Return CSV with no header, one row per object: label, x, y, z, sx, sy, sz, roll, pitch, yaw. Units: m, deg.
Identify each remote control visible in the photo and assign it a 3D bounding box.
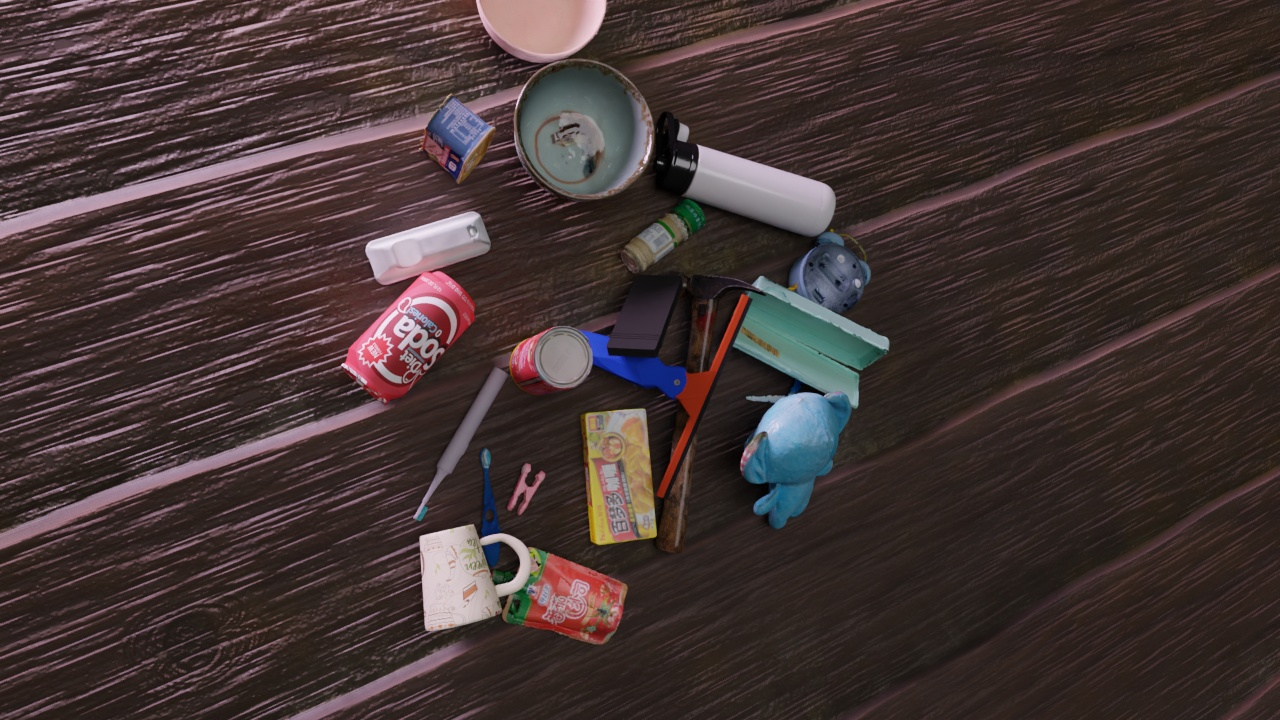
remote control,-0.234,-0.126,1.019,0.133,0.022,0.050,-21,93,-19
remote control,0.007,-0.052,1.039,0.058,0.013,0.133,4,42,18

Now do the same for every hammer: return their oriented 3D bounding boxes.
hammer,0.066,0.062,1.080,0.120,0.033,0.330,8,88,22

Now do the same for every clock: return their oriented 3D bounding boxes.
clock,0.242,-0.110,1.166,0.089,0.052,0.124,45,73,-9

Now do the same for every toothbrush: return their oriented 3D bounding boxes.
toothbrush,-0.168,0.163,1.021,0.021,0.016,0.132,-3,86,-17
toothbrush,-0.200,0.092,1.015,0.019,0.018,0.187,32,76,-12

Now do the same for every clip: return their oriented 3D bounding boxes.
clip,-0.126,0.147,1.036,0.043,0.023,0.060,9,77,-16

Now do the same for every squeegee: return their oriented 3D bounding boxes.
squeegee,-0.006,0.006,1.046,0.185,0.055,0.249,23,85,11

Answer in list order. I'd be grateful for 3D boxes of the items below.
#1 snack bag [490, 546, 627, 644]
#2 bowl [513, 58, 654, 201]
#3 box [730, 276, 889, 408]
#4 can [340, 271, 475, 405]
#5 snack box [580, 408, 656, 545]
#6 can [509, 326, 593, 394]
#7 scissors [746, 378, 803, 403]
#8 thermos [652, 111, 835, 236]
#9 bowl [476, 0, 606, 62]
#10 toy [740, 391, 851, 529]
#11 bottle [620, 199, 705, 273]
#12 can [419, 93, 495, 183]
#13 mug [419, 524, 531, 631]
snack bag,-0.096,0.264,1.031,0.155,0.044,0.087,21,87,-10
bowl,-0.074,-0.250,1.046,0.159,0.094,0.160,2,85,-19
box,0.199,-0.013,1.118,0.188,0.077,0.091,26,64,-10
can,-0.245,-0.025,0.979,0.074,0.074,0.142,44,74,-11
snack box,-0.026,0.134,1.067,0.075,0.025,0.152,-4,87,-19
can,-0.099,0.002,1.000,0.066,0.124,0.066,2,85,-19
scissors,0.191,0.039,1.156,0.130,0.014,0.117,1,82,-12
thermos,0.126,-0.228,1.131,0.229,0.069,0.101,14,68,-16
bowl,-0.120,-0.406,1.053,0.153,0.076,0.153,2,84,-19
toy,0.175,0.115,1.096,0.183,0.115,0.181,-26,136,-35
bottle,0.027,-0.148,1.100,0.109,0.043,0.042,-39,98,-16
can,-0.201,-0.240,1.000,0.059,0.100,0.053,38,73,-9
mug,-0.177,0.225,0.981,0.122,0.081,0.097,-11,82,-11
